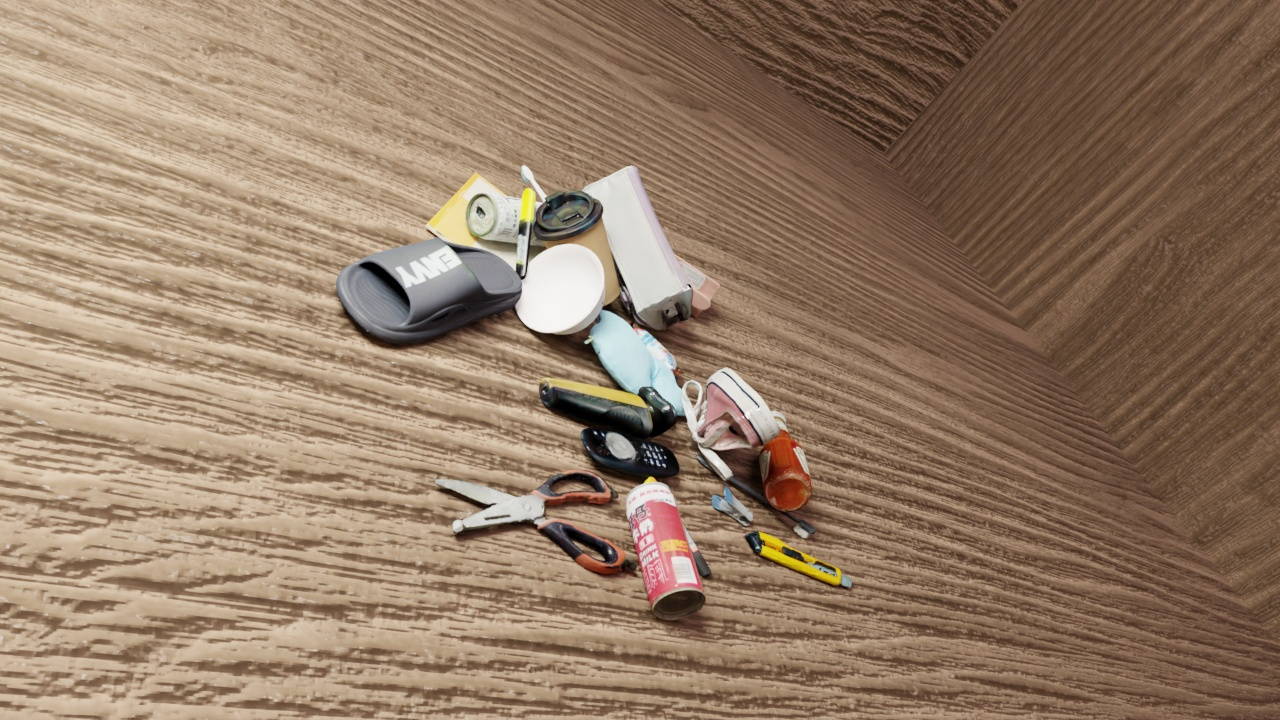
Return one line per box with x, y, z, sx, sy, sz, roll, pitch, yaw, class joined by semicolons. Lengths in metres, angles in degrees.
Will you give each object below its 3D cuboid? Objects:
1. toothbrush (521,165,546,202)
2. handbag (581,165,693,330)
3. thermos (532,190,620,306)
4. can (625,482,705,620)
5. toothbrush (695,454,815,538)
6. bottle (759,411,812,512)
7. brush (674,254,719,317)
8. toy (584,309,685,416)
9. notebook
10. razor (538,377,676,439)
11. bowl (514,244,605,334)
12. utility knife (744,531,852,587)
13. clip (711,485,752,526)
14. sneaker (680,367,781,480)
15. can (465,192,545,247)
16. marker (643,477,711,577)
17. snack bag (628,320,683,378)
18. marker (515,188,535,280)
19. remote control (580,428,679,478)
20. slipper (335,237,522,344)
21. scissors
-0.109;-0.191;1.301;0.026;0.026;0.221;-25;73;-36;toothbrush
0.000;-0.149;1.275;0.197;0.098;0.145;67;8;15;handbag
-0.076;-0.141;1.177;0.093;0.093;0.143;-94;166;-53;thermos
0.022;0.187;0.915;0.053;0.053;0.132;21;33;-33;can
0.141;0.168;1.139;0.181;0.018;0.015;35;26;-8;toothbrush
0.183;0.123;1.199;0.060;0.060;0.205;35;19;-11;bottle
0.046;-0.129;1.392;0.145;0.063;0.073;34;18;-12;brush
-0.007;0.007;1.145;0.156;0.050;0.161;22;37;-50;toy
-0.189;-0.170;1.210;0.146;0.010;0.205;37;28;-11;notebook
-0.038;0.049;1.044;0.167;0.062;0.067;16;59;-30;razor
-0.087;-0.075;1.120;0.118;0.118;0.065;60;7;32;bowl
0.195;0.240;1.100;0.177;0.015;0.033;27;34;-27;utility knife
0.111;0.175;1.086;0.058;0.044;0.027;37;26;-20;clip
0.100;0.072;1.126;0.118;0.088;0.241;59;-2;-8;sneaker
-0.155;-0.180;1.191;0.146;0.058;0.058;0;48;-53;can
0.039;0.180;0.992;0.018;0.015;0.124;-5;55;-52;marker
0.017;-0.013;1.226;0.105;0.026;0.045;43;10;3;snack bag
-0.142;-0.156;1.135;0.015;0.018;0.124;33;54;-54;marker
-0.014;0.106;1.019;0.136;0.024;0.053;17;36;-37;remote control
-0.213;-0.095;0.994;0.110;0.083;0.267;46;29;13;slipper
-0.089;0.146;0.876;0.224;0.015;0.188;38;28;-8;scissors
